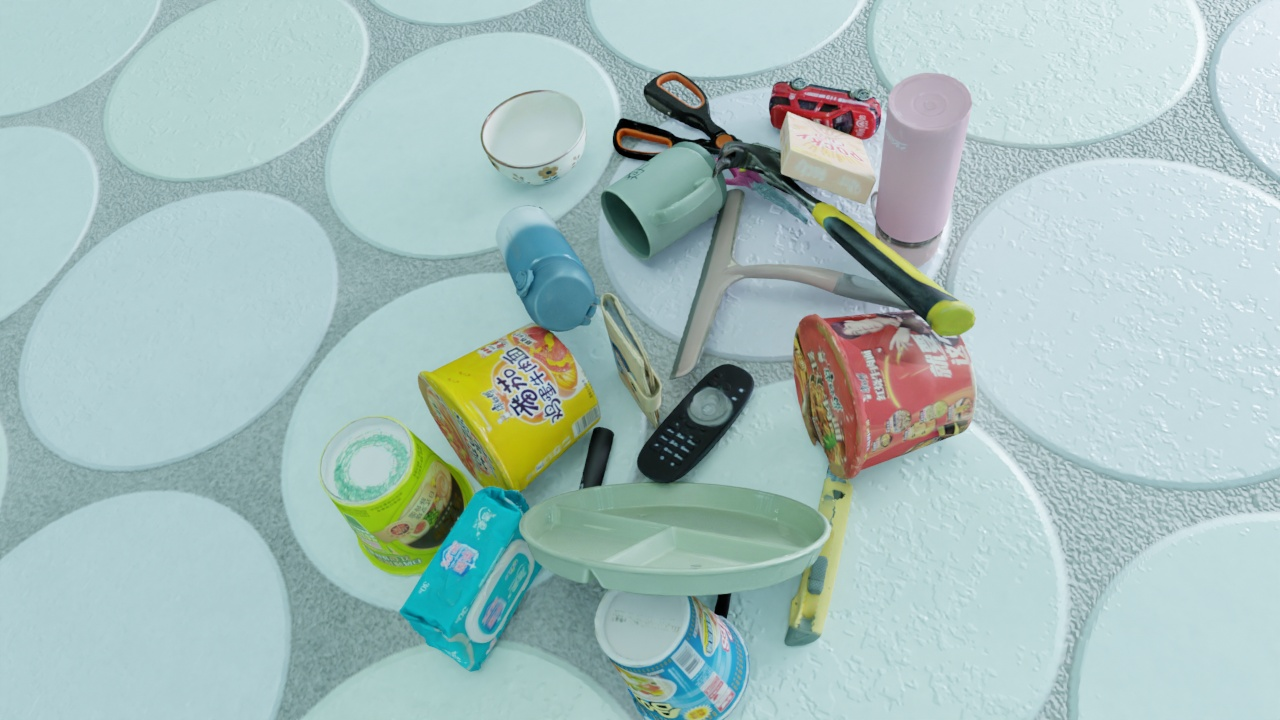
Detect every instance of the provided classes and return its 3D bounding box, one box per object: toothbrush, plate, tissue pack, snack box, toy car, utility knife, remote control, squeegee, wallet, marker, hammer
[{"bbox_3d":[0.058,0.225,0.721,0.014,0.018,0.188,4,59,19],"label":"toothbrush"},{"bbox_3d":[0.025,0.129,0.686,0.230,0.230,0.027,2,96,11],"label":"plate"},{"bbox_3d":[-0.126,0.173,0.738,0.050,0.093,0.133,20,65,24],"label":"tissue pack"},{"bbox_3d":[0.178,-0.199,0.888,0.084,0.026,0.157,20,27,-2],"label":"snack box"},{"bbox_3d":[0.193,-0.261,0.970,0.121,0.053,0.045,13,64,20],"label":"toy car"},{"bbox_3d":[0.149,0.155,0.751,0.031,0.018,0.165,14,58,10],"label":"utility knife"},{"bbox_3d":[0.050,0.058,0.816,0.053,0.024,0.136,29,65,31],"label":"remote control"},{"bbox_3d":[0.175,-0.070,0.859,0.250,0.040,0.247,10,55,11],"label":"squeegee"},{"bbox_3d":[-0.005,0.005,0.804,0.024,0.115,0.087,-22,58,-7],"label":"wallet"},{"bbox_3d":[-0.045,0.120,0.799,0.022,0.020,0.131,14,62,-2],"label":"marker"},{"bbox_3d":[0.169,-0.119,0.805,0.126,0.032,0.323,2,33,-30],"label":"hammer"}]

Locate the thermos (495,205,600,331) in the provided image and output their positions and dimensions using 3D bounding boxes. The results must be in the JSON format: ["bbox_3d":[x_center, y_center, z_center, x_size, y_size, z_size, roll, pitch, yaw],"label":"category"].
[{"bbox_3d":[-0.090,-0.088,0.844,0.070,0.070,0.220,-23,26,-5],"label":"thermos"}]

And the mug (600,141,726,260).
[{"bbox_3d":[0.032,-0.160,0.905,0.106,0.082,0.112,-35,21,-15],"label":"mug"}]

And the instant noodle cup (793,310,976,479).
[{"bbox_3d":[0.200,0.018,0.755,0.108,0.138,0.137,-12,58,-8],"label":"instant noodle cup"}]

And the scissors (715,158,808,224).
[{"bbox_3d":[0.123,-0.176,0.935,0.056,0.017,0.133,-37,60,-15],"label":"scissors"}]

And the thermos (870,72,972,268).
[{"bbox_3d":[0.240,-0.165,0.816,0.067,0.199,0.087,-27,60,-5],"label":"thermos"}]

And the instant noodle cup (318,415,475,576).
[{"bbox_3d":[-0.209,0.108,0.772,0.112,0.123,0.111,-4,59,7],"label":"instant noodle cup"}]

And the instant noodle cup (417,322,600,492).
[{"bbox_3d":[-0.110,0.039,0.797,0.109,0.138,0.138,-36,60,-22],"label":"instant noodle cup"}]

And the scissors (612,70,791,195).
[{"bbox_3d":[0.070,-0.229,0.994,0.190,0.022,0.229,-28,65,-2],"label":"scissors"}]

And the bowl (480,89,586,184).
[{"bbox_3d":[-0.111,-0.233,0.997,0.113,0.062,0.113,-4,60,7],"label":"bowl"}]

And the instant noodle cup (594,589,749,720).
[{"bbox_3d":[0.019,0.208,0.670,0.099,0.110,0.099,-13,49,15],"label":"instant noodle cup"}]
